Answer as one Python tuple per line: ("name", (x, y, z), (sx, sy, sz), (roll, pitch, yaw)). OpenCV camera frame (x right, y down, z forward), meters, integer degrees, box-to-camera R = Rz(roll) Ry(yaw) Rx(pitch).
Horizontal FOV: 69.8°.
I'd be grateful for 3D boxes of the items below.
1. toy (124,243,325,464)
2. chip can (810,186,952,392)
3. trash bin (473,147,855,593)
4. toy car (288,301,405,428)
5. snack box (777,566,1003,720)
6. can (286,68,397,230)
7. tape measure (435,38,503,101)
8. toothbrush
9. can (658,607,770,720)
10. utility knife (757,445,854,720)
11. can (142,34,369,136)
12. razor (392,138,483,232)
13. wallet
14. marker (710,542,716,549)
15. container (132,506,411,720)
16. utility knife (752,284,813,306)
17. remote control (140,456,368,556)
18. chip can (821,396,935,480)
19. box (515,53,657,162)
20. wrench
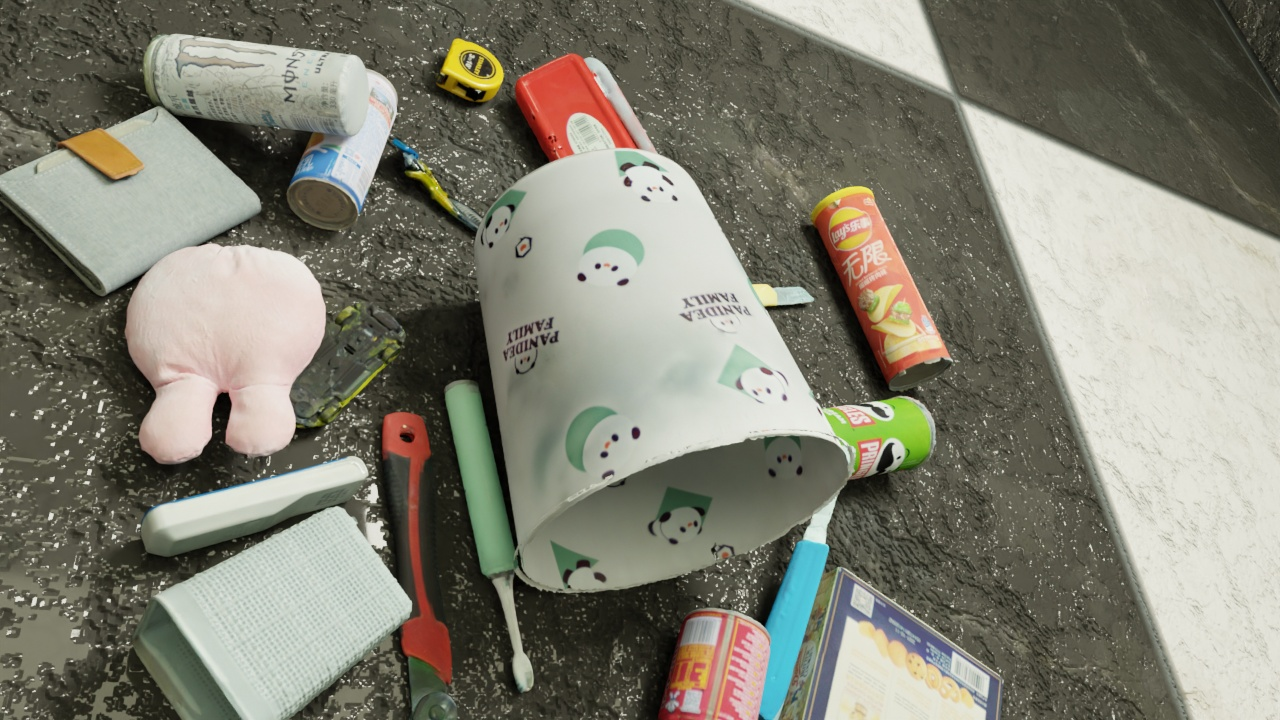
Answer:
("toy", (-0.265, -0.007, 0.582), (0.121, 0.054, 0.159), (-2, 59, -9))
("chip can", (0.253, -0.078, 0.971), (0.073, 0.073, 0.216), (-4, 64, -35))
("trash bin", (-0.004, 0.004, 0.654), (0.229, 0.230, 0.251), (3, 54, -32))
("toy car", (-0.210, 0.005, 0.636), (0.048, 0.032, 0.105), (39, 59, 1))
("snack box", (0.194, 0.284, 0.710), (0.178, 0.046, 0.182), (36, 48, -9))
("can", (-0.231, -0.168, 0.720), (0.053, 0.053, 0.134), (22, 51, -21))
("tape measure", (-0.158, -0.265, 0.850), (0.057, 0.029, 0.059), (22, 51, -19))
("toothbrush", (-0.103, 0.115, 0.637), (0.026, 0.027, 0.224), (-7, 64, -22))
("can", (0.051, 0.229, 0.637), (0.066, 0.067, 0.093), (31, 48, -13))
("utility knife", (0.129, 0.166, 0.721), (0.034, 0.018, 0.233), (29, 66, -9))
("can", (-0.278, -0.201, 0.671), (0.147, 0.058, 0.058), (8, 53, 2))
("razor", (-0.152, -0.129, 0.770), (0.142, 0.022, 0.042), (41, 3, -8))
("wallet", (-0.344, -0.114, 0.622), (0.106, 0.037, 0.129), (45, 47, -2))
("marker", (0.092, 0.138, 0.761), (0.123, 0.015, 0.018), (-10, 65, -35))
("container", (-0.200, 0.149, 0.511), (0.090, 0.090, 0.111), (52, 43, 6))
("utility knife", (0.095, -0.060, 0.890), (0.201, 0.021, 0.031), (-9, 71, -30))
("remote control", (-0.231, 0.088, 0.555), (0.124, 0.049, 0.024), (-14, 72, -38))
("chip can", (0.156, 0.077, 0.805), (0.235, 0.072, 0.072), (-4, 64, -35))
("box", (-0.029, -0.189, 0.880), (0.110, 0.100, 0.201), (-29, 78, -6))
("wrench", (-0.137, 0.157, 0.594), (0.056, 0.016, 0.273), (0, 61, -33))
